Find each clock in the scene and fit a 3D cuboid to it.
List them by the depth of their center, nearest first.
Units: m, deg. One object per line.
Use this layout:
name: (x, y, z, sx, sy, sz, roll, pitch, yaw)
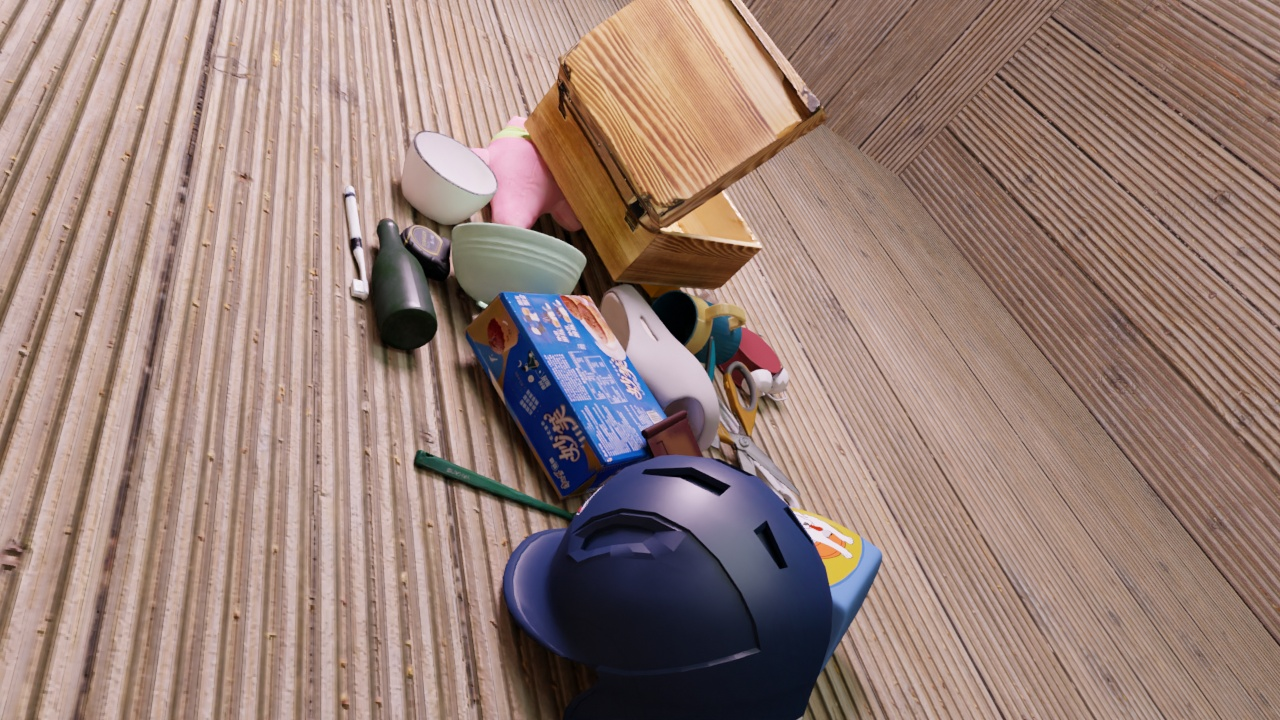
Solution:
clock: (0.161, 0.007, 1.327, 0.096, 0.048, 0.137, -4, 51, -55)

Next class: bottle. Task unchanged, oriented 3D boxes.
bottle: (-0.245, -0.087, 0.925, 0.055, 0.055, 0.174, 19, 33, -38)

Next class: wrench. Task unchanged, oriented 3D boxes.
wrench: (0.111, 0.087, 1.178, 0.086, 0.018, 0.273, -3, 51, -54)

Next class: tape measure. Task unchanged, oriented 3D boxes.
tape measure: (-0.237, -0.118, 1.002, 0.061, 0.034, 0.061, 30, 28, -28)

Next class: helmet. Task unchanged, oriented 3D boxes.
helmet: (0.021, 0.182, 0.744, 0.273, 0.223, 0.231, 13, 14, 29)

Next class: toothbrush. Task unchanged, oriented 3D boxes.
toothbrush: (-0.116, 0.118, 0.831, 0.189, 0.017, 0.016, 26, 30, -28)
toothbrush: (-0.300, -0.127, 0.959, 0.017, 0.012, 0.186, 16, 36, -35)

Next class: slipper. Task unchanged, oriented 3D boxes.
slipper: (-0.006, 0.006, 1.058, 0.080, 0.113, 0.265, -2, 41, -30)

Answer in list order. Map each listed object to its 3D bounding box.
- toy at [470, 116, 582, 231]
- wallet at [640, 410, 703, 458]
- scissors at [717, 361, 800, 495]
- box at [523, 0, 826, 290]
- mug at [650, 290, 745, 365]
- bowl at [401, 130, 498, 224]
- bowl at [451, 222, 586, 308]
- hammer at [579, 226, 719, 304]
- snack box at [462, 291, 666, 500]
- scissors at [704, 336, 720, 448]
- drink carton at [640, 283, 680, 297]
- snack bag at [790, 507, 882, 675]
toy: (-0.156, -0.230, 1.224, 0.192, 0.097, 0.236, 27, 42, -16)
wallet: (0.044, 0.114, 0.929, 0.091, 0.018, 0.115, -20, 91, -59)
scissors: (0.108, 0.087, 1.143, 0.216, 0.016, 0.224, 11, 51, -25)
box: (0.052, -0.295, 1.148, 0.283, 0.325, 0.279, -3, 58, -49)
mug: (0.083, -0.043, 1.186, 0.107, 0.114, 0.083, 17, 61, -47)
bowl: (-0.238, -0.216, 1.113, 0.116, 0.066, 0.116, 31, 29, -20)
bowl: (-0.140, -0.092, 1.009, 0.150, 0.151, 0.077, 19, 78, -38)
hammer: (-0.017, -0.144, 1.332, 0.301, 0.037, 0.157, 43, 27, 3)
snack box: (-0.066, 0.030, 0.942, 0.154, 0.069, 0.202, -4, 58, -58)
scissors: (0.054, 0.035, 1.112, 0.124, 0.153, 0.019, 19, -17, 5)
drink carton: (0.006, -0.146, 1.276, 0.122, 0.040, 0.058, 51, 31, 18)
snack bag: (0.124, 0.209, 0.940, 0.205, 0.102, 0.158, 27, 21, 21)
